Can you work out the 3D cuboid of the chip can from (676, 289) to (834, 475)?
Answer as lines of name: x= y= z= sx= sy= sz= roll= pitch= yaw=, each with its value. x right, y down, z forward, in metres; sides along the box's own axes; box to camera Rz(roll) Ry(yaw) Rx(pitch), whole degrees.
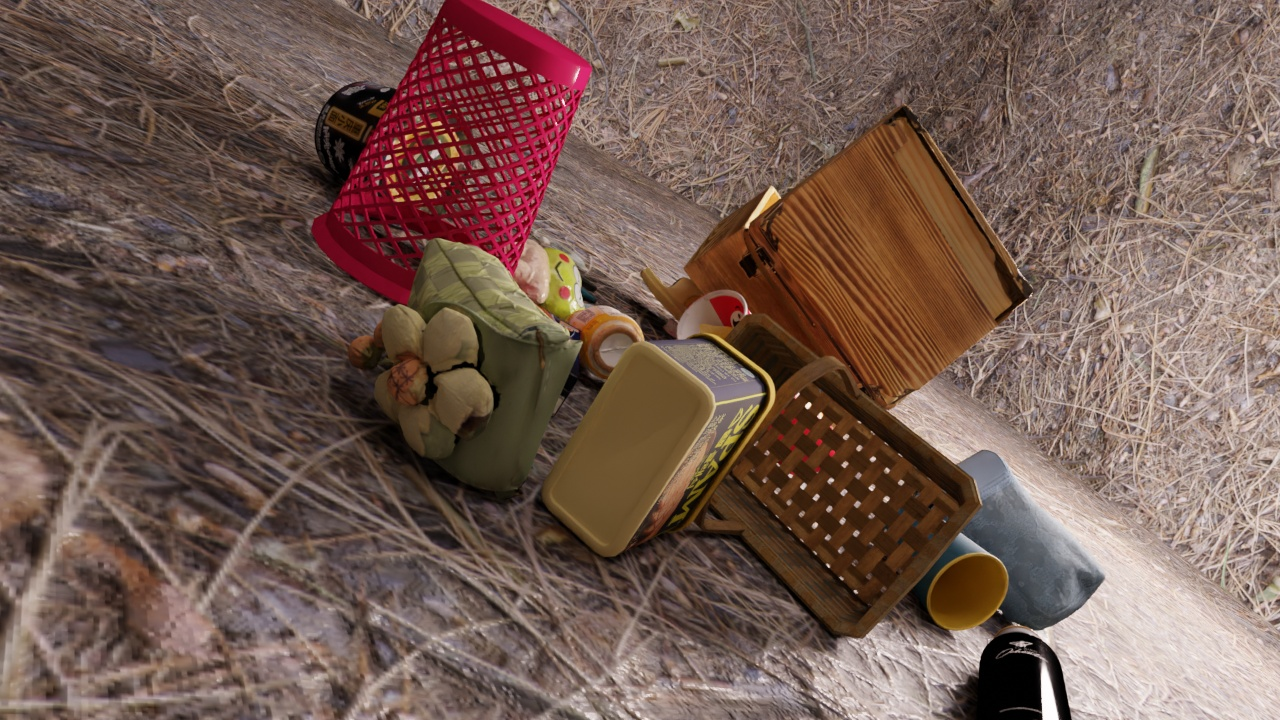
chip can: x=0.118 y=0.028 z=0.883 sx=0.220 sy=0.069 sz=0.069 roll=49 pitch=2 yaw=-39

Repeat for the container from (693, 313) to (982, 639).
container: x=0.122 y=0.079 z=0.712 sx=0.250 sy=0.157 sz=0.186 roll=44 pitch=7 yaw=36

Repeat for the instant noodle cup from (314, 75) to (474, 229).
instant noodle cup: x=-0.257 y=-0.217 z=0.935 sx=0.112 sy=0.137 sz=0.137 roll=29 pitch=11 yaw=25

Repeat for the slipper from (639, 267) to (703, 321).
slipper: x=0.110 y=-0.048 z=1.209 sx=0.263 sy=0.078 sz=0.099 roll=42 pitch=10 yaw=9

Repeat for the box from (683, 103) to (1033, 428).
box: x=0.263 y=-0.105 z=1.102 sx=0.279 sy=0.316 sz=0.281 roll=54 pitch=28 yaw=-10

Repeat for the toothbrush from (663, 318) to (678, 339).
toothbrush: x=0.087 y=0.001 z=1.160 sx=0.015 sy=0.018 sz=0.181 roll=18 pitch=21 yaw=-50

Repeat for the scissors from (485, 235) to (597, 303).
scissors: x=-0.113 y=-0.110 z=1.090 sx=0.128 sy=0.019 sz=0.140 roll=47 pitch=26 yaw=25

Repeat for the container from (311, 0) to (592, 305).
container: x=-0.148 y=-0.176 z=0.778 sx=0.183 sy=0.226 sz=0.183 roll=26 pitch=20 yaw=-11

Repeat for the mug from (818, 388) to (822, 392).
mug: x=0.141 y=0.038 z=1.050 sx=0.094 sy=0.085 sz=0.122 roll=27 pitch=-14 yaw=-24

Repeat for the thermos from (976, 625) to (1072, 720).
thermos: x=0.281 y=0.246 z=0.676 sx=0.061 sy=0.061 sz=0.231 roll=37 pitch=15 yaw=15

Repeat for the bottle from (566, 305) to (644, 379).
bottle: x=-0.040 y=-0.022 z=0.872 sx=0.063 sy=0.063 sz=0.108 roll=26 pitch=3 yaw=-25

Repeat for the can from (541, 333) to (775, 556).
can: x=0.012 y=0.052 z=0.593 sx=0.075 sy=0.135 sz=0.104 roll=38 pitch=18 yaw=20

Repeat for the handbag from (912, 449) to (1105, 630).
handbag: x=0.381 y=0.195 z=0.975 sx=0.121 sy=0.119 sz=0.192 roll=-26 pitch=62 yaw=-26

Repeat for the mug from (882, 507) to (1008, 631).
mug: x=0.269 y=0.182 z=0.849 sx=0.078 sy=0.078 sz=0.121 roll=27 pitch=10 yaw=-22

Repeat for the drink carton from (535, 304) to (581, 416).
drink carton: x=-0.085 y=-0.005 z=0.763 sx=0.064 sy=0.040 sz=0.130 roll=29 pitch=15 yaw=-12

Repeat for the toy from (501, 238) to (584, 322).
toy: x=-0.097 y=-0.080 z=0.924 sx=0.115 sy=0.046 sz=0.092 roll=33 pitch=42 yaw=-48

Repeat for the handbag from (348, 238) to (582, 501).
handbag: x=-0.120 y=-0.003 z=0.575 sx=0.116 sy=0.113 sz=0.186 roll=4 pitch=26 yaw=-35

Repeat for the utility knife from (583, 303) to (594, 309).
utility knife: x=-0.084 y=-0.062 z=1.008 sx=0.179 sy=0.016 sz=0.022 roll=7 pitch=62 yaw=-62
